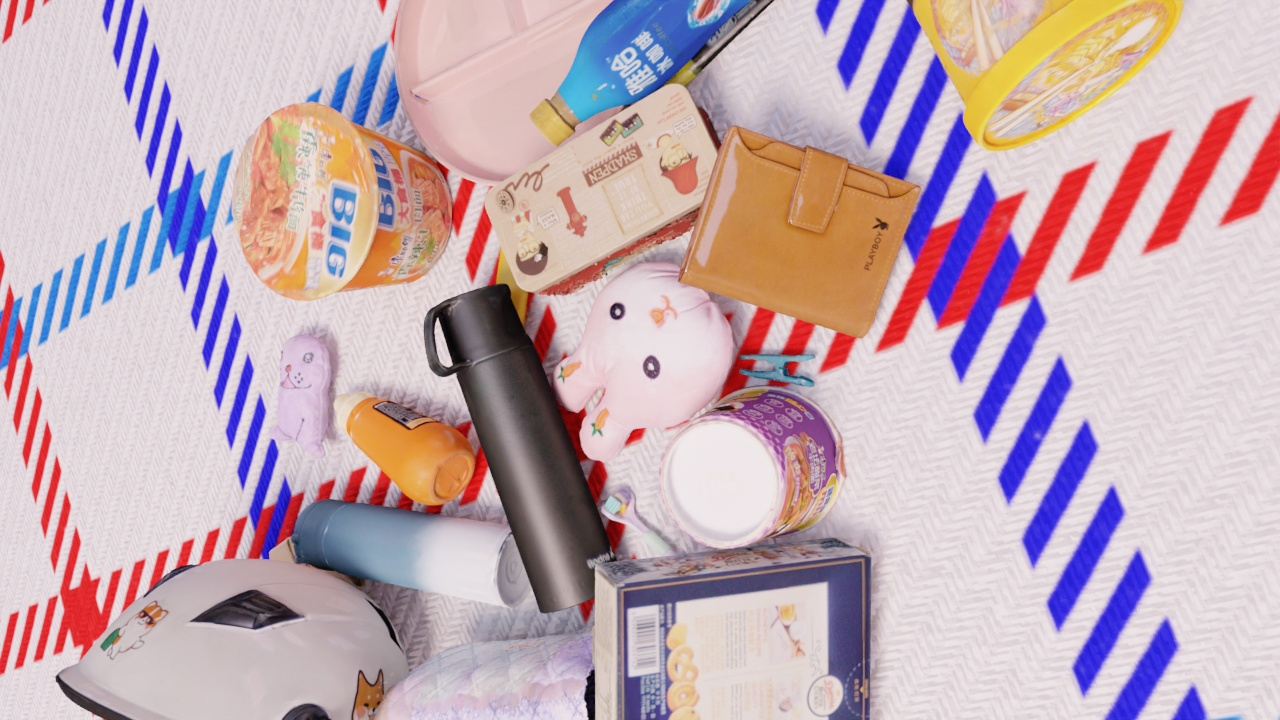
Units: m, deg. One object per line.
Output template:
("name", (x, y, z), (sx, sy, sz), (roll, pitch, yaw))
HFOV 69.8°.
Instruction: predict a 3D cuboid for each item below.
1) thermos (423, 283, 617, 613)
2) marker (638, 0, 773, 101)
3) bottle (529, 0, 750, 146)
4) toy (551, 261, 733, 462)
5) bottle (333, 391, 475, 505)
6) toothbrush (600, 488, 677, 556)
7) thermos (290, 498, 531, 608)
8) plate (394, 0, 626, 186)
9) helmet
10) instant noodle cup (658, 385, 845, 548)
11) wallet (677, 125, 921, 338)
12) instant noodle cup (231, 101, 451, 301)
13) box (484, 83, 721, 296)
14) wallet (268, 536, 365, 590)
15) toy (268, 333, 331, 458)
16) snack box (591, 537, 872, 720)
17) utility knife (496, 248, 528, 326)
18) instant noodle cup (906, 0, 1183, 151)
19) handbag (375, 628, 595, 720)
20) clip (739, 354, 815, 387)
("thermos", (-0.095, 0.067, 0.688), (0.069, 0.089, 0.242), (-24, 87, 43))
("marker", (0.047, -0.222, 0.651), (0.124, 0.015, 0.018), (-38, 76, 22))
("bottle", (0.015, -0.227, 0.618), (0.219, 0.065, 0.065), (-40, 75, 12))
("toy", (-0.004, 0.004, 0.669), (0.160, 0.054, 0.121), (-46, 63, 27))
("bottle", (-0.208, 0.065, 0.774), (0.149, 0.066, 0.067), (27, 104, 31))
("toothbrush", (0.047, 0.162, 0.673), (0.189, 0.029, 0.021), (40, 149, 18))
("thermos", (-0.192, 0.155, 0.764), (0.221, 0.070, 0.070), (4, 95, 26))
("plate", (-0.094, -0.249, 0.713), (0.230, 0.028, 0.229), (1, 93, 26))
("helmet", (-0.291, 0.241, 0.735), (0.230, 0.274, 0.156), (6, 58, 35))
("instant noodle cup", (0.069, 0.073, 0.612), (0.112, 0.099, 0.111), (1, 92, 27))
("wallet", (0.102, -0.082, 0.593), (0.132, 0.031, 0.108), (17, 101, -7))
("instant noodle cup", (-0.234, -0.123, 0.743), (0.152, 0.111, 0.151), (2, 94, 27))
("box", (-0.016, -0.114, 0.662), (0.169, 0.075, 0.091), (-26, 81, 17))
("wallet", (-0.314, 0.206, 0.854), (0.115, 0.024, 0.087), (-42, 80, 24))
("toy", (-0.307, 0.028, 0.830), (0.084, 0.038, 0.108), (10, 99, 35))
("snack box", (0.061, 0.215, 0.589), (0.046, 0.182, 0.178), (-171, 81, -68))
("utility knife", (-0.101, -0.047, 0.735), (0.033, 0.015, 0.181), (10, 97, 13))
("instant noodle cup", (0.215, -0.200, 0.517), (0.119, 0.118, 0.114), (-35, 69, 24))
("handbag", (-0.084, 0.245, 0.679), (0.194, 0.134, 0.075), (-17, 87, 26))
("clip", (0.095, 0.005, 0.642), (0.057, 0.014, 0.047), (7, 98, 27))
